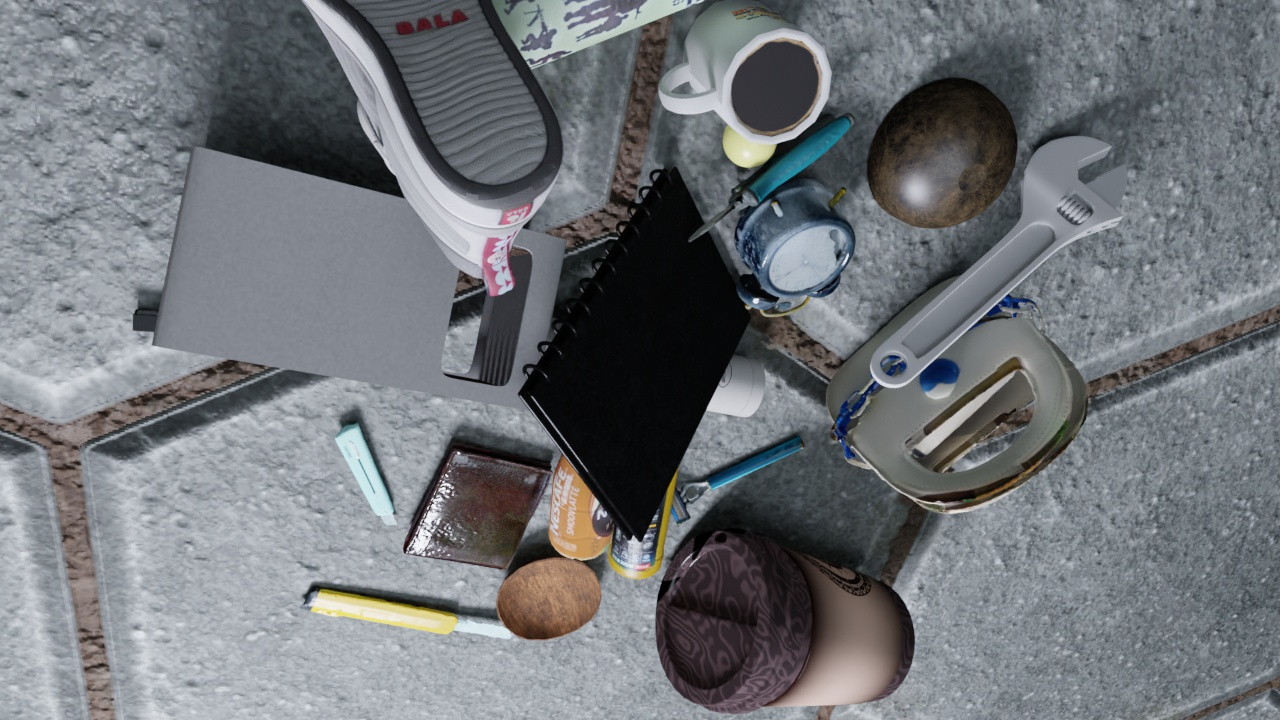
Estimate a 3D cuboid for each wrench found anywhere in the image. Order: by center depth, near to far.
[{"bbox_3d":[0.284,-0.081,0.743,0.273,0.086,0.018,-40,160,-4],"label":"wrench"}]

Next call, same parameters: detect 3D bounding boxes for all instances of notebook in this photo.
[{"bbox_3d":[0.007,-0.011,0.674,0.019,0.230,0.169,1,137,36],"label":"notebook"}]

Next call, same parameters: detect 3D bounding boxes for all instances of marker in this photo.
[{"bbox_3d":[-0.294,-0.024,0.677,0.140,0.016,0.016,4,121,-19],"label":"marker"}]

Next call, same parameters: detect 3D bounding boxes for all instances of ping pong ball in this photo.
[{"bbox_3d":[0.081,-0.163,0.679,0.040,0.040,0.040,-8,125,-12],"label":"ping pong ball"}]

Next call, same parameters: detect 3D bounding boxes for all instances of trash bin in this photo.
[{"bbox_3d":[-0.182,-0.047,0.608,0.228,0.115,0.114,12,89,-23],"label":"trash bin"}]

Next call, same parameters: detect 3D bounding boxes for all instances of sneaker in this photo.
[{"bbox_3d":[-0.128,-0.159,0.525,0.096,0.263,0.129,-24,160,-22],"label":"sneaker"}]

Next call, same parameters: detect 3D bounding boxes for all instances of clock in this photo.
[{"bbox_3d":[0.122,-0.085,0.734,0.090,0.052,0.130,-13,141,-13],"label":"clock"}]

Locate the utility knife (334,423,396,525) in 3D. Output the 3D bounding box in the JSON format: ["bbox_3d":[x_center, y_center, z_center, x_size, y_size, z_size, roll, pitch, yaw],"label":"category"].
[{"bbox_3d":[-0.231,0.100,0.782,0.022,0.015,0.120,-17,129,-7],"label":"utility knife"}]

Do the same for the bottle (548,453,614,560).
[{"bbox_3d":[-0.047,0.098,0.805,0.059,0.059,0.167,-2,123,-15],"label":"bottle"}]

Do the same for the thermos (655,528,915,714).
[{"bbox_3d":[0.152,0.269,0.922,0.226,0.172,0.173,19,116,-33],"label":"thermos"}]

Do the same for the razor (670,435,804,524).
[{"bbox_3d":[0.091,0.108,0.879,0.144,0.022,0.042,-25,90,-4],"label":"razor"}]

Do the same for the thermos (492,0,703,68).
[{"bbox_3d":[0.004,-0.252,0.578,0.231,0.082,0.082,-23,126,-2],"label":"thermos"}]

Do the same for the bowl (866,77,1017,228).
[{"bbox_3d":[0.248,-0.154,0.725,0.121,0.056,0.121,-8,125,-12],"label":"bowl"}]

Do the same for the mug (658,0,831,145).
[{"bbox_3d":[0.063,-0.194,0.623,0.105,0.089,0.073,-18,126,-5],"label":"mug"}]

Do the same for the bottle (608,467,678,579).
[{"bbox_3d":[0.006,0.116,0.837,0.053,0.053,0.186,-2,123,-16],"label":"bottle"}]

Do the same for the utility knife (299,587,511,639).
[{"bbox_3d":[-0.219,0.248,0.881,0.206,0.018,0.031,20,121,-21],"label":"utility knife"}]

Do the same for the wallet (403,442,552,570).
[{"bbox_3d":[-0.145,0.132,0.820,0.099,0.031,0.120,15,115,-28],"label":"wallet"}]

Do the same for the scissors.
[{"bbox_3d":[0.098,-0.141,0.693,0.132,0.147,0.019,-24,112,42],"label":"scissors"}]

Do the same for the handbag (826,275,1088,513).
[{"bbox_3d":[0.260,0.031,0.768,0.201,0.199,0.093,-44,120,11],"label":"handbag"}]

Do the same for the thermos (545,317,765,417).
[{"bbox_3d":[-0.004,0.004,0.759,0.224,0.052,0.052,11,119,-23],"label":"thermos"}]

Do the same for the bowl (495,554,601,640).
[{"bbox_3d":[-0.091,0.226,0.899,0.102,0.026,0.114,-16,126,-6],"label":"bowl"}]
